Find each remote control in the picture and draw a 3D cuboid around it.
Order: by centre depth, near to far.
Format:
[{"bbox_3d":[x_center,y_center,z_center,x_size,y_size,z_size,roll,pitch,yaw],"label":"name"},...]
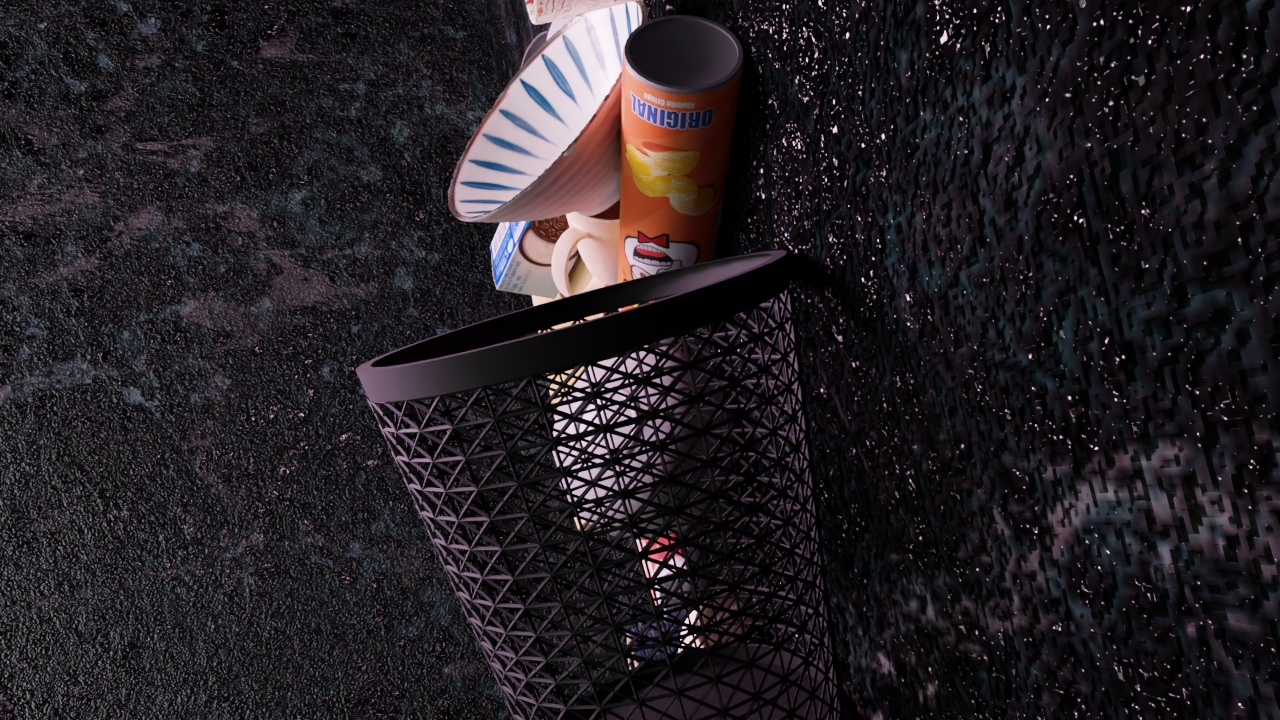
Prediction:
[{"bbox_3d":[0.048,0.154,0.811,0.039,0.010,0.124,110,149,-73],"label":"remote control"}]

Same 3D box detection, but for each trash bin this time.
[{"bbox_3d":[-0.002,0.089,0.476,0.217,0.217,0.243,-149,43,-79],"label":"trash bin"}]

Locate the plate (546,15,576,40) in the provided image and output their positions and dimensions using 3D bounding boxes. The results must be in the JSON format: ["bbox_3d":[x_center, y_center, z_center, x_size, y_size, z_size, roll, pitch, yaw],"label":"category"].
[{"bbox_3d":[-0.050,-0.223,0.773,0.173,0.019,0.173,25,120,52],"label":"plate"}]

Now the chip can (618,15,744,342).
[{"bbox_3d":[0.019,-0.097,0.553,0.211,0.062,0.062,93,165,-55],"label":"chip can"}]

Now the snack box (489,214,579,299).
[{"bbox_3d":[-0.058,-0.146,0.729,0.227,0.059,0.059,-57,35,39],"label":"snack box"}]

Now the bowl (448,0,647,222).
[{"bbox_3d":[-0.041,-0.143,0.594,0.071,0.177,0.177,37,-163,-32],"label":"bowl"}]

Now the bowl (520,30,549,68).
[{"bbox_3d":[-0.059,-0.231,0.859,0.151,0.056,0.151,31,128,52],"label":"bowl"}]

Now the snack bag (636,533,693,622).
[{"bbox_3d":[0.023,0.205,0.942,0.115,0.036,0.077,-113,15,-55],"label":"snack bag"}]

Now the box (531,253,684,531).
[{"bbox_3d":[-0.001,0.003,0.781,0.141,0.122,0.248,-50,45,44],"label":"box"}]

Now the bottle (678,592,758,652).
[{"bbox_3d":[0.055,0.221,0.686,0.162,0.056,0.056,93,165,-55],"label":"bottle"}]

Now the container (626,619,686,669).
[{"bbox_3d":[0.038,0.365,0.904,0.145,0.071,0.188,-109,12,-46],"label":"container"}]

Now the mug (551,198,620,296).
[{"bbox_3d":[-0.021,-0.090,0.680,0.085,0.111,0.104,33,158,26],"label":"mug"}]

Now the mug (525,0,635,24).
[{"bbox_3d":[-0.022,-0.240,0.541,0.122,0.097,0.081,-155,56,-80],"label":"mug"}]

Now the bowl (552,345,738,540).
[{"bbox_3d":[-0.006,0.051,0.619,0.064,0.132,0.131,26,-137,-52],"label":"bowl"}]
